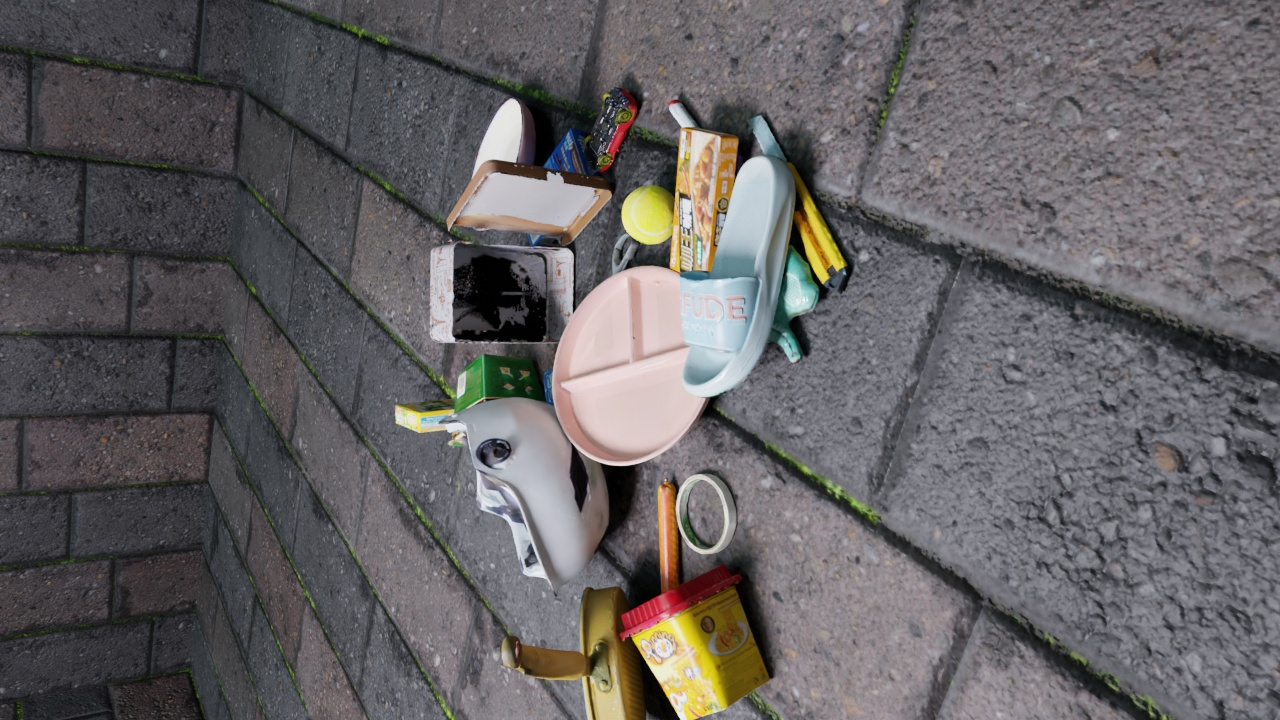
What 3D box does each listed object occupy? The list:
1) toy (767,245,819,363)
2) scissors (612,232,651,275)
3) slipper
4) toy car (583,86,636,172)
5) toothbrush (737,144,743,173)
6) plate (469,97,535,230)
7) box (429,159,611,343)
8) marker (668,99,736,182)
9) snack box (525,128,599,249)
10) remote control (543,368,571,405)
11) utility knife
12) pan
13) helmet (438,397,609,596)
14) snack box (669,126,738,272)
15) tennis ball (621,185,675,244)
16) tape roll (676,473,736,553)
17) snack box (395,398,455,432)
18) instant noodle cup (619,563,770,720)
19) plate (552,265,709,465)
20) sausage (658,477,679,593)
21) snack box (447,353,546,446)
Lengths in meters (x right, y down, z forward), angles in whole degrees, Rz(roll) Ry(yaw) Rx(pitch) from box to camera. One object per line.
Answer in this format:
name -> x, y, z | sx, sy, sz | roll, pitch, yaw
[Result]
toy -> 0.143, -0.049, 0.886 | 0.092, 0.030, 0.096 | -53, 52, 45
scissors -> -0.032, -0.083, 1.135 | 0.164, 0.014, 0.164 | 4, 95, 56
slipper -> 0.085, -0.081, 0.890 | 0.104, 0.074, 0.245 | 27, 104, 62
toy car -> -0.038, -0.279, 1.122 | 0.049, 0.031, 0.107 | 58, 131, 37
toothbrush -> 0.106, -0.130, 0.947 | 0.017, 0.014, 0.189 | -1, 89, 46
plate -> -0.192, -0.273, 1.300 | 0.193, 0.039, 0.192 | -33, 50, 51
box -> -0.160, -0.133, 1.168 | 0.136, 0.179, 0.270 | 48, 127, 44
marker -> 0.067, -0.237, 0.996 | 0.017, 0.017, 0.145 | -58, 48, 36
snack box -> -0.110, -0.225, 1.223 | 0.158, 0.026, 0.084 | -42, 57, 45
remote control -> -0.086, 0.026, 1.194 | 0.125, 0.024, 0.049 | -20, 74, 53
utility knife -> 0.148, -0.157, 0.889 | 0.033, 0.015, 0.223 | -46, 55, 40
pan -> -0.058, 0.318, 0.942 | 0.358, 0.078, 0.197 | 72, -171, -64
helmet -> -0.118, 0.148, 1.120 | 0.259, 0.145, 0.229 | 40, 155, 45
snack box -> 0.065, -0.164, 0.969 | 0.075, 0.026, 0.154 | 33, 124, 54
tennis ball -> 0.012, -0.163, 1.030 | 0.066, 0.065, 0.065 | 0, 90, 53
tape roll -> 0.070, 0.166, 0.995 | 0.086, 0.013, 0.086 | 0, 90, 54
snack box -> -0.281, 0.078, 1.358 | 0.087, 0.140, 0.034 | 10, 100, 53
instant noodle cup -> 0.060, 0.291, 0.939 | 0.116, 0.115, 0.123 | -42, 69, 45
plate -> -0.006, 0.006, 1.033 | 0.230, 0.028, 0.229 | -13, 69, 35
sausage -> 0.032, 0.216, 1.039 | 0.021, 0.021, 0.165 | -4, 87, 53
snack box -> -0.201, 0.054, 1.277 | 0.119, 0.117, 0.105 | -34, 59, 45
